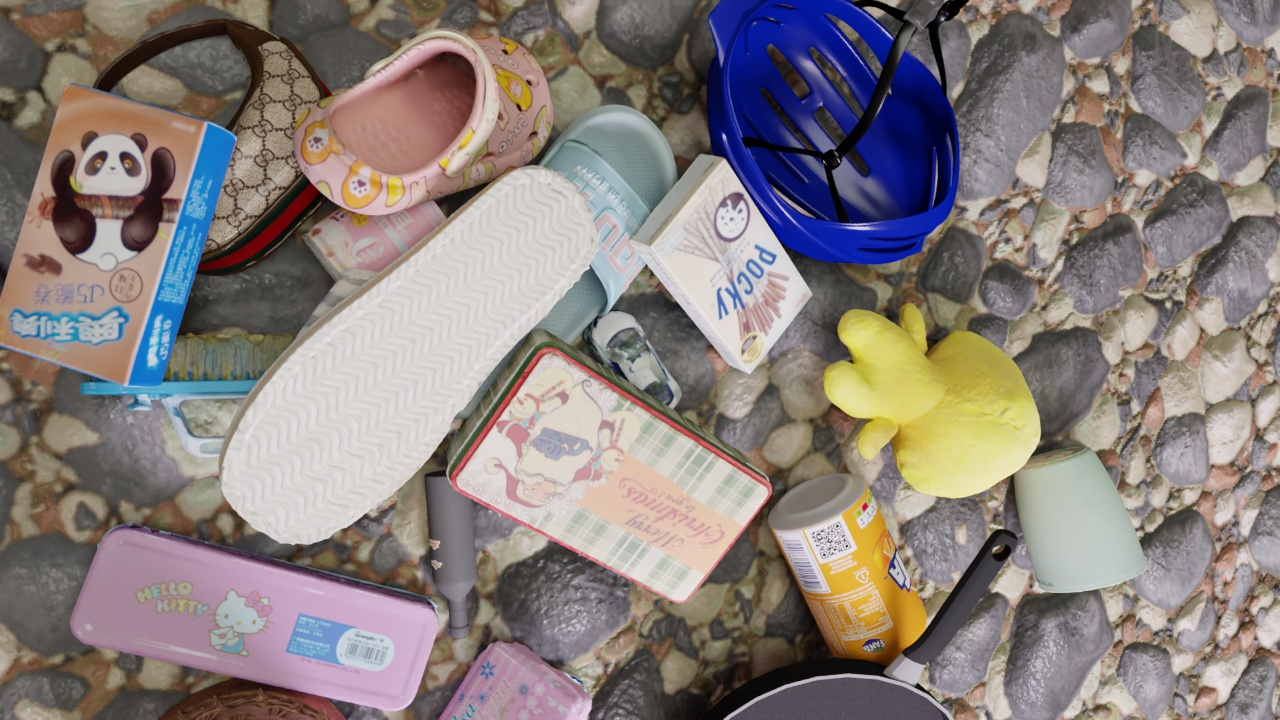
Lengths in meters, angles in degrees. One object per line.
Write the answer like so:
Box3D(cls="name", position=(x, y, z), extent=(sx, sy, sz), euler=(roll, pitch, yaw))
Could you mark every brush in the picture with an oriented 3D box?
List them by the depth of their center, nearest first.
Box3D(cls="brush", position=(-0.265, 0.021, 0.560), extent=(0.135, 0.055, 0.075), euler=(0, 87, -18))

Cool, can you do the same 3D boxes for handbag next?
Box3D(cls="handbag", position=(-0.268, -0.130, 0.561), extent=(0.138, 0.063, 0.166), euler=(42, 84, 3))

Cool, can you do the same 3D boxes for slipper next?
Box3D(cls="slipper", position=(-0.136, -0.008, 0.550), extent=(0.272, 0.054, 0.114), euler=(-47, 124, -6))
Box3D(cls="slipper", position=(-0.115, -0.154, 0.554), extent=(0.093, 0.082, 0.196), euler=(47, 46, -2))
Box3D(cls="slipper", position=(-0.057, -0.063, 0.618), extent=(0.104, 0.074, 0.245), euler=(41, 81, -16))

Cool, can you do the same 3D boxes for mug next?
Box3D(cls="mug", position=(0.365, 0.126, 0.767), extent=(0.111, 0.084, 0.104), euler=(-12, 83, -45))

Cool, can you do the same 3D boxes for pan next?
Box3D(cls="pan", position=(0.161, 0.261, 0.661), extent=(0.225, 0.034, 0.357), euler=(24, 105, -15))

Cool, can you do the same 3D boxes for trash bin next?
Box3D(cls="trash bin", position=(-0.224, 0.282, 0.501), extent=(0.151, 0.210, 0.151), euler=(-1, 92, -19))

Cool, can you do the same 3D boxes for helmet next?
Box3D(cls="helmet", position=(0.148, -0.155, 0.601), extent=(0.241, 0.228, 0.147), euler=(42, 79, -18))

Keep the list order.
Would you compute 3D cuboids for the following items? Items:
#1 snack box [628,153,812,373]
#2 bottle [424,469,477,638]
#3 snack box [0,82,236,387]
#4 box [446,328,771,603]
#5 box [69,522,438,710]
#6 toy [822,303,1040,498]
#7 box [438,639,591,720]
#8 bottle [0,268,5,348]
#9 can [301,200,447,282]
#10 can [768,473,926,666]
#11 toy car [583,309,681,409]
Box3D(cls="snack box", position=(0.061, -0.065, 0.651), extent=(0.082, 0.026, 0.150), euler=(-52, 131, -10))
Box3D(cls="bottle", position=(-0.127, 0.132, 0.623), extent=(0.030, 0.030, 0.113), euler=(-5, 93, -18))
Box3D(cls="snack box", position=(-0.292, -0.069, 0.510), extent=(0.087, 0.034, 0.151), euler=(17, 90, 7))
Box3D(cls="box", position=(-0.019, 0.075, 0.620), extent=(0.205, 0.050, 0.118), euler=(34, 100, -25))
Box3D(cls="box", position=(-0.239, 0.164, 0.586), extent=(0.214, 0.036, 0.076), euler=(20, 82, -18))
Box3D(cls="toy", position=(0.227, 0.032, 0.706), extent=(0.207, 0.092, 0.133), euler=(25, 81, -15))
Box3D(cls="box", position=(-0.121, 0.308, 0.627), extent=(0.085, 0.077, 0.230), euler=(29, 81, 21))
Box3D(cls="bottle", position=(-0.393, -0.058, 0.525), extent=(0.036, 0.036, 0.110), euler=(-32, 101, -15))
Box3D(cls="can", position=(-0.164, -0.075, 0.585), extent=(0.076, 0.067, 0.067), euler=(-39, 103, -13))
Box3D(cls="can", position=(0.159, 0.161, 0.693), extent=(0.079, 0.079, 0.142), euler=(-29, 100, -16))
Box3D(cls="toy car", position=(-0.004, 0.004, 0.661), extent=(0.038, 0.027, 0.090), euler=(-36, 102, -12))
